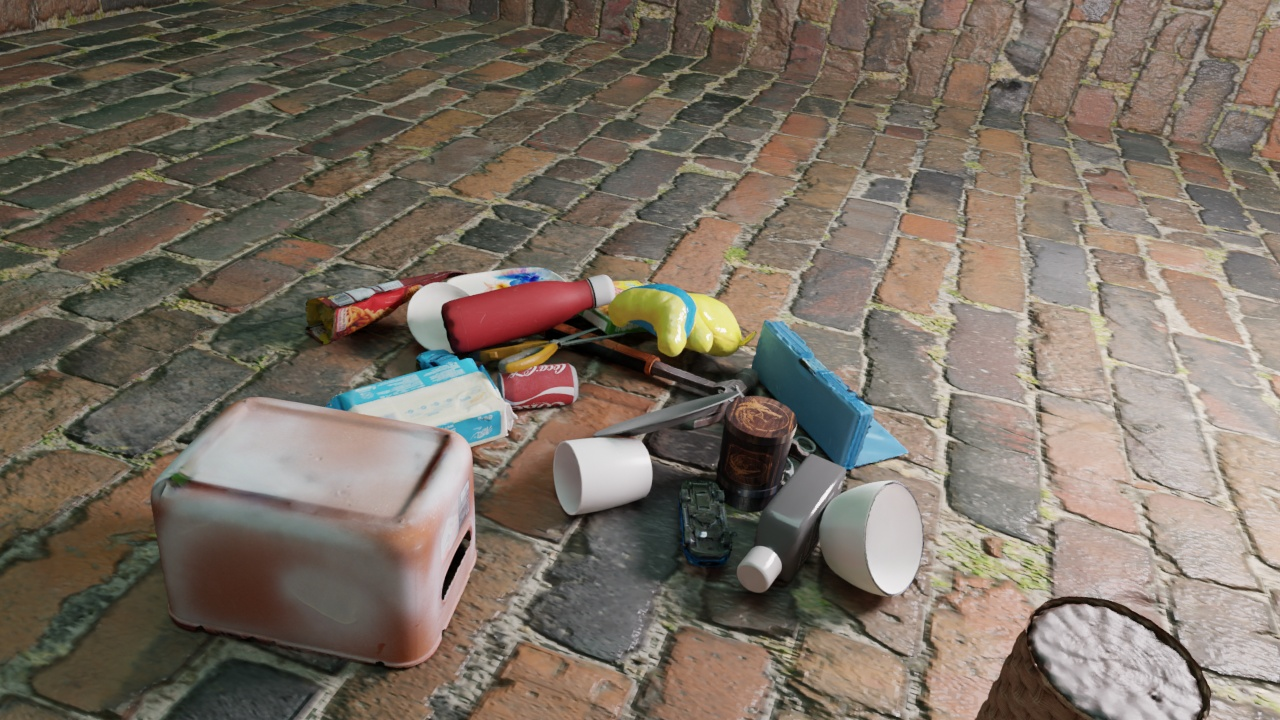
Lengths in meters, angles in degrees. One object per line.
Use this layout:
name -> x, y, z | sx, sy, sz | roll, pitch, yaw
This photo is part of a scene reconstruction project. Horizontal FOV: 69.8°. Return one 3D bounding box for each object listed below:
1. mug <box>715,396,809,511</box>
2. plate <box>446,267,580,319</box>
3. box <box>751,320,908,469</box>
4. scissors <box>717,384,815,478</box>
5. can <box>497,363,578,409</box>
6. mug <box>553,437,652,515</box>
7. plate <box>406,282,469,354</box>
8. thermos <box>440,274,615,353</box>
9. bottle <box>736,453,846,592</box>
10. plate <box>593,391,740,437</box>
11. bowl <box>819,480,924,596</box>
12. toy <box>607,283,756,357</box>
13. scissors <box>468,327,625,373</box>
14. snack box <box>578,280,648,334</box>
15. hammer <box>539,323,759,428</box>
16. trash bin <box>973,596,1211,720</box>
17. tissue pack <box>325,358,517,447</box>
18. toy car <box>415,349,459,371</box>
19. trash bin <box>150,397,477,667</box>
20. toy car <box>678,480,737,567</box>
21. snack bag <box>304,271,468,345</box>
mug -> 0.146, 0.111, 1.045 | 0.116, 0.107, 0.079 | 12, 32, 9
plate -> -0.189, -0.094, 1.399 | 0.186, 0.016, 0.187 | -11, 32, -29
box -> 0.252, 0.036, 1.206 | 0.112, 0.094, 0.231 | -6, 33, -24
scissors -> 0.152, 0.091, 1.140 | 0.141, 0.014, 0.146 | 26, 36, 1
can -> -0.132, 0.033, 1.174 | 0.096, 0.054, 0.054 | -5, 33, -17
mug -> -0.049, 0.125, 1.031 | 0.087, 0.081, 0.114 | -5, 2, -27
plate -> -0.276, -0.056, 1.281 | 0.104, 0.026, 0.104 | 8, 72, -25
thermos -> -0.150, -0.072, 1.262 | 0.239, 0.073, 0.073 | -15, 36, -15
bottle -> 0.156, 0.178, 0.961 | 0.046, 0.084, 0.173 | 23, 36, 25
plate -> 0.032, 0.067, 1.076 | 0.178, 0.012, 0.178 | -16, 1, 0
bowl -> 0.236, 0.182, 0.950 | 0.066, 0.116, 0.116 | -5, 16, 46
toy -> 0.062, -0.055, 1.254 | 0.149, 0.084, 0.213 | 32, 15, 36
scissors -> -0.133, -0.014, 1.200 | 0.225, 0.016, 0.228 | -9, 11, 12
snack box -> -0.026, -0.082, 1.376 | 0.167, 0.027, 0.132 | -6, 31, -44
hammer -> -0.007, 0.007, 1.259 | 0.315, 0.035, 0.137 | 20, 34, 22
trash bin -> 0.314, 0.298, 0.672 | 0.151, 0.210, 0.151 | 4, 32, -3
tissue pack -> -0.262, 0.065, 1.088 | 0.208, 0.066, 0.117 | -15, 38, -29
toy car -> -0.257, 0.010, 1.210 | 0.048, 0.032, 0.105 | -20, 39, -36
trash bin -> -0.297, 0.149, 0.858 | 0.260, 0.158, 0.181 | 9, 31, 6
toy car -> 0.069, 0.177, 0.984 | 0.056, 0.044, 0.120 | 3, 30, -5
snack bag -> -0.365, -0.093, 1.301 | 0.139, 0.066, 0.207 | -14, 12, 47
